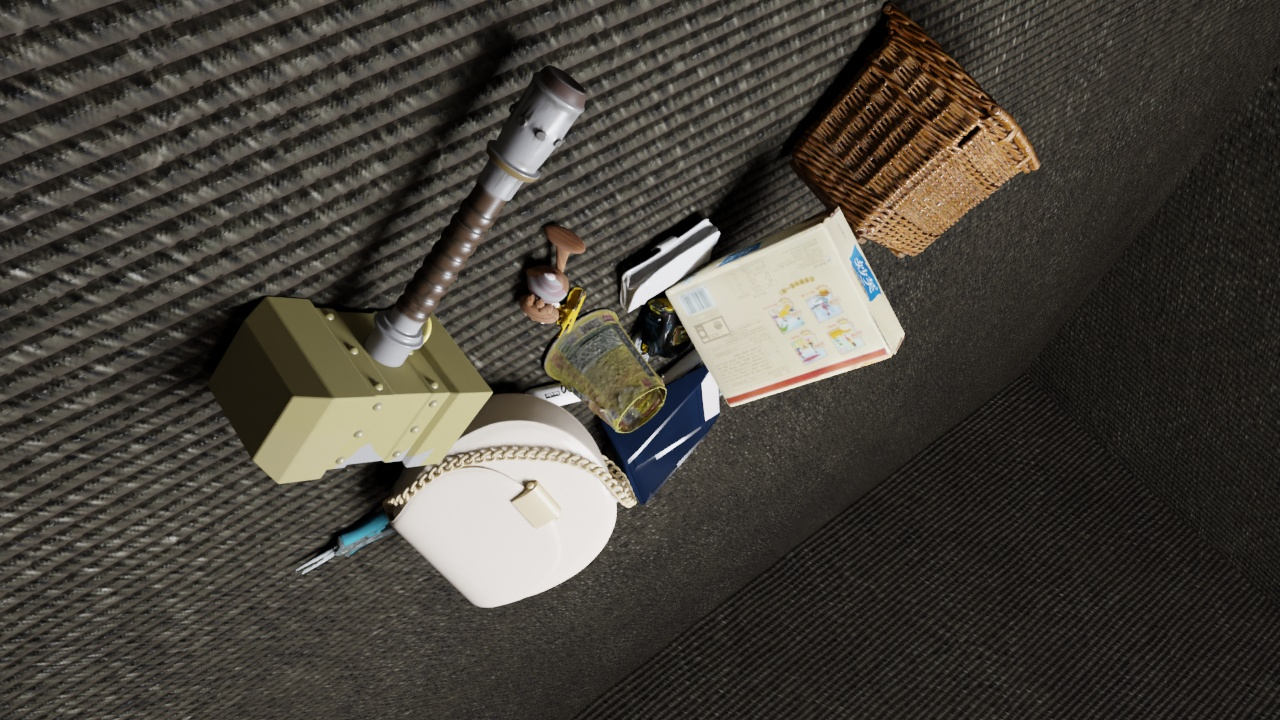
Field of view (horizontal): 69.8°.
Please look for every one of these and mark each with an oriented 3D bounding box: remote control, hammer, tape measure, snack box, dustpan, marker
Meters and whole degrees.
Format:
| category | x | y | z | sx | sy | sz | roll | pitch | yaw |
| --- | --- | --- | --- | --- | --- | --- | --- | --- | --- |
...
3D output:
| category | x | y | z | sx | sy | sz | roll | pitch | yaw |
| --- | --- | --- | --- | --- | --- | --- | --- | --- | --- |
| remote control | -0.007 | 0.007 | 1.112 | 0.033 | 0.013 | 0.137 | -26 | 153 | -31 |
| hammer | -0.143 | -0.066 | 0.654 | 0.326 | 0.100 | 0.190 | -50 | 155 | 22 |
| tape measure | 0.033 | -0.038 | 1.044 | 0.072 | 0.042 | 0.072 | -21 | 130 | -46 |
| snack box | 0.148 | -0.051 | 0.963 | 0.208 | 0.153 | 0.055 | -21 | -166 | 40 |
| dustpan | 0.008 | 0.133 | 1.254 | 0.273 | 0.080 | 0.236 | -28 | 159 | -5 |
| marker | 0.061 | 0.006 | 1.208 | 0.141 | 0.020 | 0.020 | -39 | 157 | -4 |
| marker | -0.079 | 0.035 | 1.037 | 0.125 | 0.025 | 0.025 | -12 | 144 | -49 |

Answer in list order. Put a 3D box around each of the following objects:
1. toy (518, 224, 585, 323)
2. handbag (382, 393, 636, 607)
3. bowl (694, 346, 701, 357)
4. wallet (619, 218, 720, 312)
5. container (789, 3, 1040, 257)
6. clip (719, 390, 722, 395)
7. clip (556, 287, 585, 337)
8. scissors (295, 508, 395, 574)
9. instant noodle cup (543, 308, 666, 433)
| category | x | y | z | sx | sy | sz | roll | pitch | yaw |
| --- | --- | --- | --- | --- | --- | --- | --- | --- | --- |
| toy | -0.082 | -0.071 | 0.821 | 0.054 | 0.041 | 0.102 | -55 | 174 | -27 |
| handbag | -0.136 | 0.141 | 0.954 | 0.208 | 0.103 | 0.211 | -34 | 119 | 3 |
| bowl | 0.098 | -0.044 | 1.094 | 0.074 | 0.117 | 0.118 | 19 | 128 | -15 |
| wallet | 0.027 | -0.100 | 0.956 | 0.116 | 0.032 | 0.086 | -35 | 168 | -19 |
| container | 0.285 | -0.222 | 0.977 | 0.183 | 0.162 | 0.249 | -44 | 158 | 22 |
| clip | 0.175 | -0.011 | 1.348 | 0.107 | 0.028 | 0.164 | -2 | 137 | -54 |
| clip | -0.080 | -0.047 | 0.903 | 0.045 | 0.035 | 0.053 | -44 | 168 | -47 |
| scissors | -0.290 | 0.181 | 0.981 | 0.149 | 0.019 | 0.122 | -41 | 162 | 15 |
| instant noodle cup | -0.032 | 0.016 | 0.968 | 0.102 | 0.108 | 0.102 | -34 | 154 | -19 |
